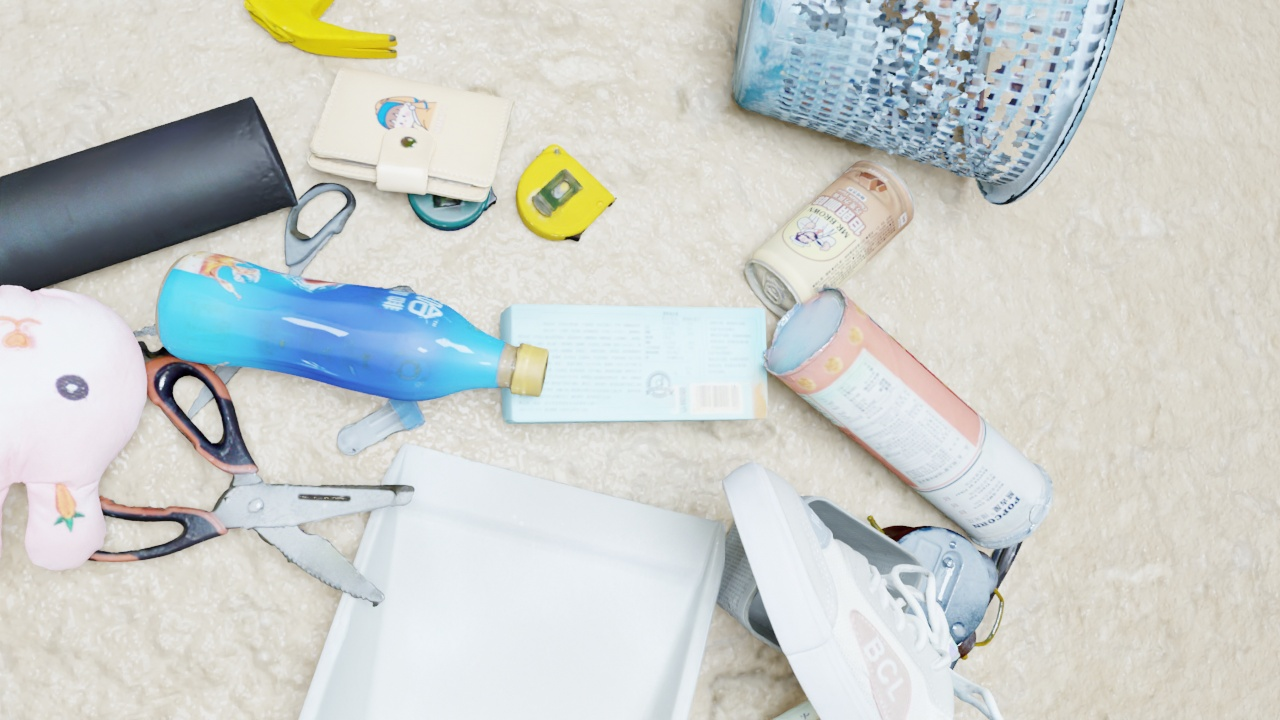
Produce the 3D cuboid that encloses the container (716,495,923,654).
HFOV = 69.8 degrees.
[{"bbox_3d":[0.101,0.140,0.586,0.090,0.114,0.090,33,79,-8],"label":"container"}]

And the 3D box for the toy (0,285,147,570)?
[{"bbox_3d":[-0.339,0.039,0.503,0.121,0.054,0.159,0,90,-36],"label":"toy"}]

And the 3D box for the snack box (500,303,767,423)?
[{"bbox_3d":[-0.004,0.004,0.605,0.174,0.052,0.074,0,85,-13],"label":"snack box"}]

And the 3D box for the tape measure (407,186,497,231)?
[{"bbox_3d":[-0.125,-0.113,0.601,0.058,0.025,0.054,-11,87,-12],"label":"tape measure"}]

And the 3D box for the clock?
[{"bbox_3d":[0.202,0.160,0.637,0.122,0.055,0.082,26,80,-10],"label":"clock"}]

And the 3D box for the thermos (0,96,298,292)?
[{"bbox_3d":[-0.334,-0.094,0.529,0.242,0.068,0.090,-21,96,-13],"label":"thermos"}]

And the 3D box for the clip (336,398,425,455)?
[{"bbox_3d":[-0.167,0.042,0.585,0.058,0.043,0.027,-29,94,-9],"label":"clip"}]

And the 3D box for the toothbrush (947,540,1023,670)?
[{"bbox_3d":[0.237,0.193,0.664,0.015,0.018,0.181,31,77,8],"label":"toothbrush"}]

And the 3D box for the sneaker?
[{"bbox_3d":[0.127,0.153,0.482,0.091,0.089,0.242,-27,96,3],"label":"sneaker"}]

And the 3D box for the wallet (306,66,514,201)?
[{"bbox_3d":[-0.144,-0.142,0.581,0.115,0.024,0.087,11,64,-4],"label":"wallet"}]

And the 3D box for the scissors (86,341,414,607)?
[{"bbox_3d":[-0.247,0.078,0.542,0.189,0.015,0.227,-36,81,-4],"label":"scissors"}]

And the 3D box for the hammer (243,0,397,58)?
[{"bbox_3d":[-0.138,-0.318,0.609,0.129,0.033,0.300,44,79,-7],"label":"hammer"}]

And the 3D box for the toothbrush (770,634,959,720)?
[{"bbox_3d":[0.121,0.228,0.604,0.190,0.029,0.020,-30,48,7],"label":"toothbrush"}]

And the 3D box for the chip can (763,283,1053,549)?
[{"bbox_3d":[0.180,0.041,0.610,0.214,0.071,0.071,37,79,-21],"label":"chip can"}]

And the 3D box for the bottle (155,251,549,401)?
[{"bbox_3d":[-0.164,-0.012,0.539,0.218,0.065,0.065,12,83,-2],"label":"bottle"}]

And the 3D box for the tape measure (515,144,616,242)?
[{"bbox_3d":[-0.054,-0.110,0.614,0.060,0.029,0.057,43,79,-6],"label":"tape measure"}]

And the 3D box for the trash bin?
[{"bbox_3d":[0.166,-0.227,0.593,0.195,0.226,0.226,9,84,1],"label":"trash bin"}]

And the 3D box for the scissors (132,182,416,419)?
[{"bbox_3d":[-0.224,-0.035,0.581,0.159,0.014,0.180,20,84,-7],"label":"scissors"}]

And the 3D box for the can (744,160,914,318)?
[{"bbox_3d":[0.132,-0.084,0.638,0.116,0.058,0.058,-42,95,-13],"label":"can"}]

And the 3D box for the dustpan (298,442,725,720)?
[{"bbox_3d":[-0.080,0.198,0.512,0.223,0.142,0.257,14,87,2],"label":"dustpan"}]
